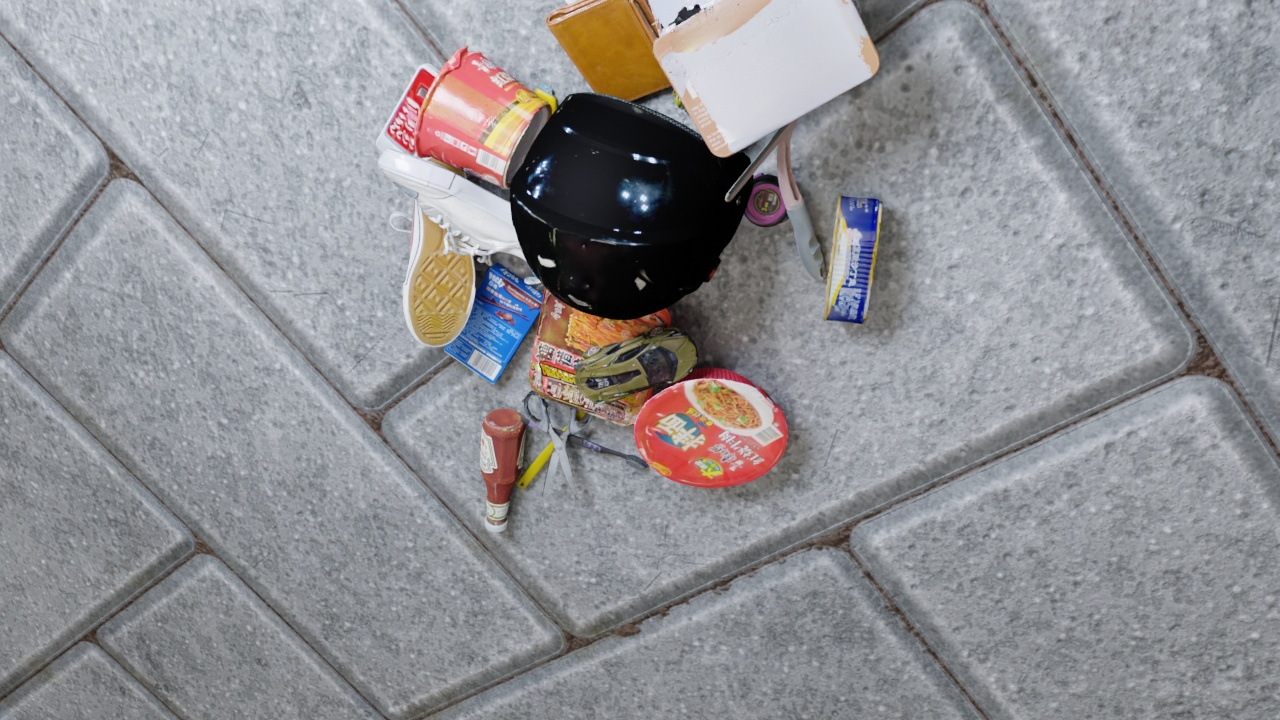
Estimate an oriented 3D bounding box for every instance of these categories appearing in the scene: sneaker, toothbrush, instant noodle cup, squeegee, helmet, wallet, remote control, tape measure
[{"bbox_3d":[-0.204,-0.164,1.085,0.242,0.089,0.091,25,96,-25],"label":"sneaker"},{"bbox_3d":[-0.078,0.116,1.275,0.189,0.016,0.014,21,117,-4],"label":"toothbrush"},{"bbox_3d":[-0.256,-0.140,1.162,0.118,0.088,0.241,0,101,-16],"label":"sneaker"},{"bbox_3d":[-0.172,-0.264,1.033,0.108,0.137,0.138,30,123,2],"label":"instant noodle cup"},{"bbox_3d":[0.171,-0.175,0.992,0.040,0.247,0.250,21,152,33],"label":"squeegee"},{"bbox_3d":[-0.049,-0.022,1.165,0.164,0.078,0.189,20,123,6],"label":"instant noodle cup"},{"bbox_3d":[-0.024,-0.154,0.992,0.233,0.229,0.275,25,151,19],"label":"helmet"},{"bbox_3d":[-0.018,-0.334,0.975,0.119,0.035,0.130,-17,144,20],"label":"wallet"},{"bbox_3d":[0.090,0.077,1.165,0.194,0.065,0.194,4,131,4],"label":"instant noodle cup"},{"bbox_3d":[-0.274,-0.295,1.120,0.056,0.020,0.136,40,122,-7],"label":"remote control"},{"bbox_3d":[0.144,-0.182,1.037,0.058,0.039,0.057,-4,117,14],"label":"tape measure"},{"bbox_3d":[-0.127,0.124,1.310,0.015,0.016,0.191,36,124,-5],"label":"toothbrush"}]

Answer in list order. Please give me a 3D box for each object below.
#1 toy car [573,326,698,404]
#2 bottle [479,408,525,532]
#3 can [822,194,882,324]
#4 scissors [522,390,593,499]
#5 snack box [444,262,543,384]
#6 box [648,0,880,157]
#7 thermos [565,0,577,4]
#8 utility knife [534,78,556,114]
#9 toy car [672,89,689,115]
[{"bbox_3d":[-0.006,0.006,1.100,0.158,0.042,0.070,-20,116,22],"label":"toy car"},{"bbox_3d":[-0.204,0.165,1.332,0.060,0.059,0.206,16,123,9],"label":"bottle"},{"bbox_3d":[0.236,-0.111,1.026,0.049,0.074,0.148,7,120,11],"label":"can"},{"bbox_3d":[-0.112,0.112,1.266,0.159,0.014,0.176,44,112,-10],"label":"scissors"},{"bbox_3d":[-0.194,-0.048,1.229,0.084,0.026,0.157,35,123,-3],"label":"snack box"},{"bbox_3d":[0.121,-0.302,0.868,0.183,0.153,0.181,-21,78,27],"label":"box"},{"bbox_3d":[0.022,-0.416,0.925,0.225,0.073,0.073,-14,113,24],"label":"thermos"},{"bbox_3d":[-0.116,-0.252,1.095,0.033,0.015,0.165,9,120,10],"label":"utility knife"},{"bbox_3d":[0.077,-0.276,1.007,0.091,0.036,0.043,44,123,-10],"label":"toy car"}]
